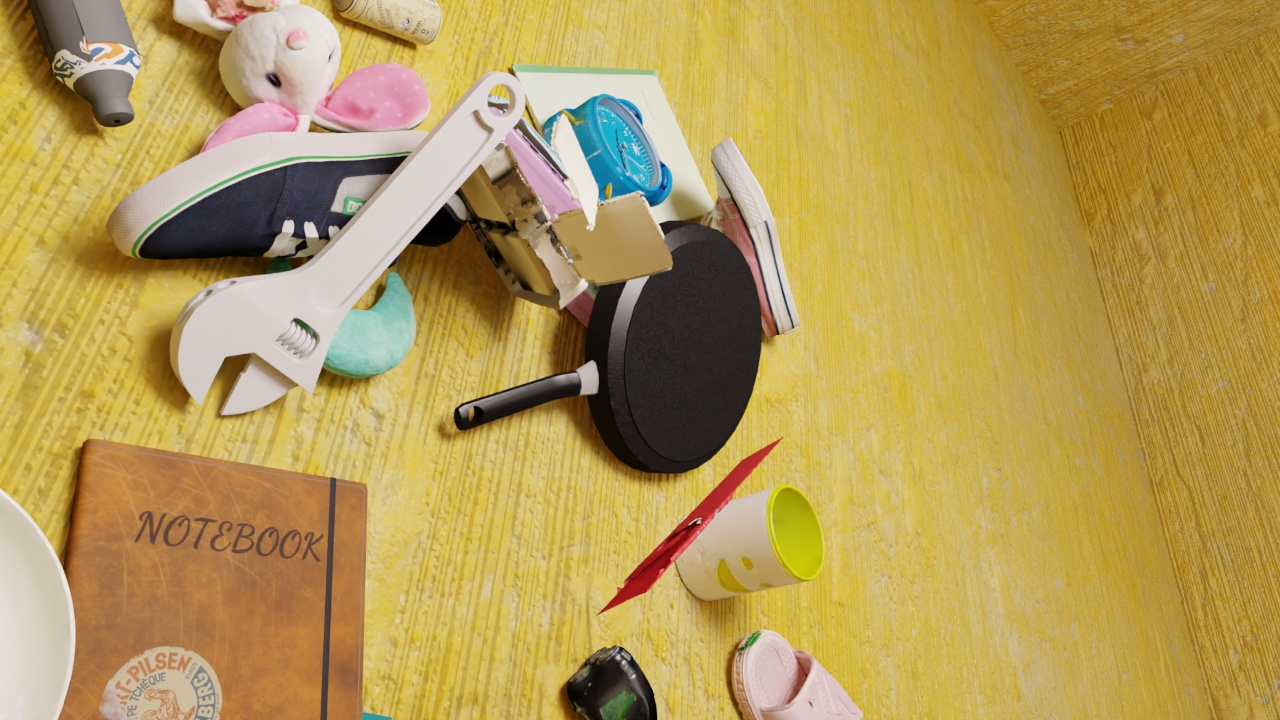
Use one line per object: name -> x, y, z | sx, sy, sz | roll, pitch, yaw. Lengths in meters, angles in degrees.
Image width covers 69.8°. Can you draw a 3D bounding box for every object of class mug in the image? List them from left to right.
mug -> 0.094, 0.161, 0.801 | 0.082, 0.106, 0.082 | 27, 51, -40

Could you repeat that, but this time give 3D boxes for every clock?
clock -> -0.025, -0.193, 0.864 | 0.117, 0.060, 0.161 | 61, 30, -3

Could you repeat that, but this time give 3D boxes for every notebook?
notebook -> -0.214, 0.176, 0.484 | 0.178, 0.014, 0.249 | 20, 56, -45
notebook -> -0.018, -0.223, 0.955 | 0.251, 0.010, 0.182 | -23, 89, -54

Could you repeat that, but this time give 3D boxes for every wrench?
wrench -> -0.168, -0.080, 0.551 | 0.273, 0.018, 0.087 | -52, 134, -11

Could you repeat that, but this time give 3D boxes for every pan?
pan -> -0.005, 0.005, 0.764 | 0.355, 0.034, 0.225 | -18, 111, -46

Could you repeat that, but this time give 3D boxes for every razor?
razor -> -0.022, 0.280, 0.647 | 0.067, 0.054, 0.151 | 9, 69, -18

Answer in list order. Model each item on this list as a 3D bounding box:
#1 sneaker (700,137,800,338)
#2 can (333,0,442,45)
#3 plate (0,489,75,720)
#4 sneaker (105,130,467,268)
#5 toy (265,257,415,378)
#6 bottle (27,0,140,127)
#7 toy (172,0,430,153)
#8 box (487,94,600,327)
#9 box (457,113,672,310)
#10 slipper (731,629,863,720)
sneaker -> 0.103, -0.120, 0.988 | 0.118, 0.088, 0.241 | -99, 169, -56
can -> -0.201, -0.282, 0.734 | 0.079, 0.038, 0.038 | 3, 69, -51
plate -> -0.326, 0.120, 0.356 | 0.182, 0.034, 0.182 | 28, 51, -40
sneaker -> -0.201, -0.088, 0.575 | 0.234, 0.084, 0.079 | -26, 83, -51
toy -> -0.193, -0.027, 0.609 | 0.105, 0.033, 0.085 | 4, 58, -47
bottle -> -0.319, -0.189, 0.527 | 0.046, 0.047, 0.112 | -17, 84, -54
toy -> -0.245, -0.216, 0.607 | 0.158, 0.084, 0.194 | -27, 94, -26
box -> -0.073, -0.127, 0.779 | 0.214, 0.077, 0.096 | 45, 40, -26
box -> -0.063, -0.109, 0.664 | 0.068, 0.191, 0.143 | -41, 122, -19
slipper -> 0.166, 0.342, 0.827 | 0.239, 0.065, 0.094 | 61, 36, -9
